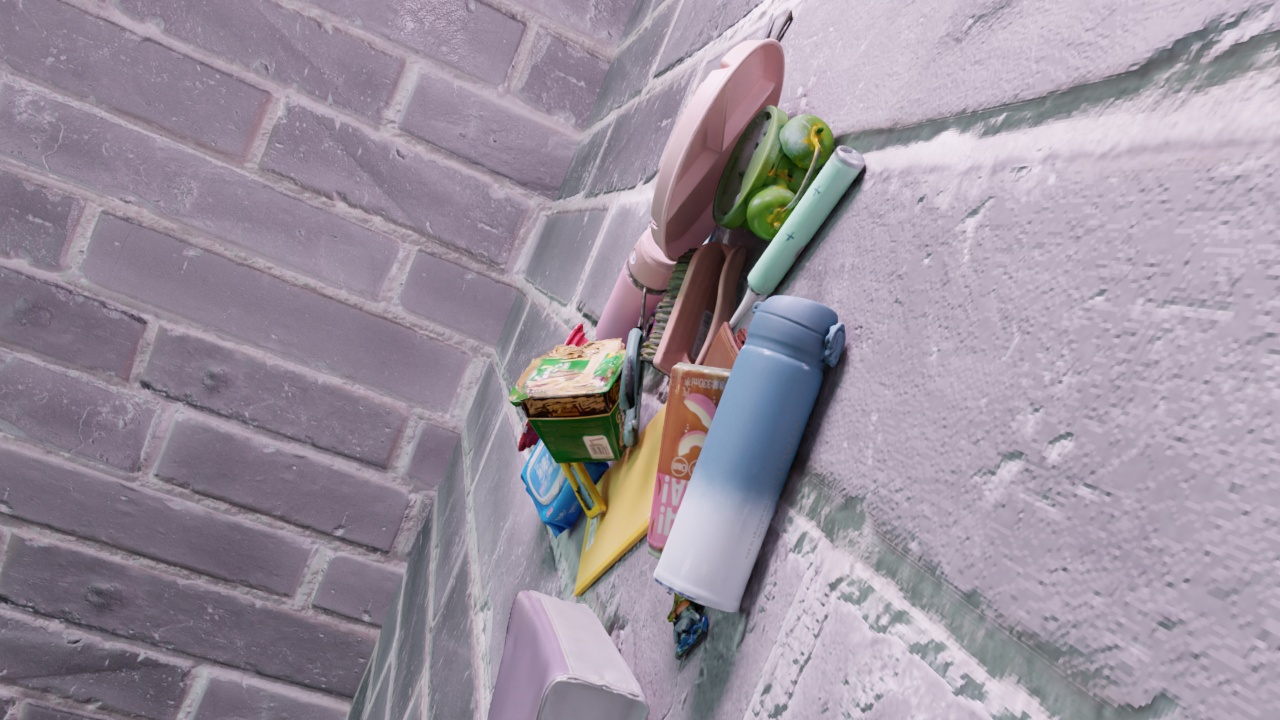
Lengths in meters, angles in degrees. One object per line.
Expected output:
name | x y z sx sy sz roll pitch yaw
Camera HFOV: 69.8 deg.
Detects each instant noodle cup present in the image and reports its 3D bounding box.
instant noodle cup | -0.095 0.049 1.229 0.193 0.066 0.194 -63 -2 -4

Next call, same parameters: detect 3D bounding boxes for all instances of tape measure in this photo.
tape measure | 0.021 -0.029 1.024 0.057 0.039 0.058 -87 24 -53

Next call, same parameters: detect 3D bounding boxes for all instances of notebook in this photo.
notebook | -0.020 0.150 0.974 0.207 0.010 0.145 128 159 -47

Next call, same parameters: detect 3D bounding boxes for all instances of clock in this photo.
clock | 0.120 -0.166 0.827 0.161 0.056 0.116 -132 64 -75

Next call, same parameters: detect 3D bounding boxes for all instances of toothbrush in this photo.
toothbrush | 0.117 -0.086 0.781 0.026 0.027 0.225 -35 -17 -50

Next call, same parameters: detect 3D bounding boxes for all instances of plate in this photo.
plate | 0.073 -0.204 0.893 0.229 0.028 0.230 -54 -17 -25

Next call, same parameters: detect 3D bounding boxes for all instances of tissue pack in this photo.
tissue pack | -0.098 0.138 1.130 0.095 0.052 0.157 55 129 35

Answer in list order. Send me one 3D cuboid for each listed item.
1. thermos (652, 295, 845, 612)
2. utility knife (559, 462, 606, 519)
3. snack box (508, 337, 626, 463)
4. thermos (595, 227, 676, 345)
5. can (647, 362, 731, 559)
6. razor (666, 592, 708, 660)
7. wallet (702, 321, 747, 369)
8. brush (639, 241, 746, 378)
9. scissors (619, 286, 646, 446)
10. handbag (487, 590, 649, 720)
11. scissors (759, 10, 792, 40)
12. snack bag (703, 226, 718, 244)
thermos | 0.077 0.062 0.638 0.220 0.070 0.070 -68 14 -2
utility knife | -0.076 0.122 1.044 0.033 0.015 0.154 -58 42 22
snack box | -0.060 0.051 1.009 0.117 0.118 0.106 -62 -39 -55
thermos | 0.001 -0.086 1.072 0.199 0.067 0.087 117 156 -56
can | 0.042 0.077 0.696 0.058 0.058 0.147 -168 87 -76
razor | 0.036 0.163 0.728 0.043 0.022 0.142 -55 19 37
wallet | 0.071 0.033 0.775 0.124 0.032 0.101 -105 36 -68
brush | 0.058 -0.049 0.891 0.073 0.063 0.145 7 71 45
scissors | -0.006 0.004 0.935 0.178 0.019 0.173 23 -107 -85
handbag | -0.071 0.297 0.770 0.145 0.098 0.197 -67 15 0
scissors | 0.127 -0.330 1.134 0.189 0.015 0.222 -33 36 67
snack bag | 0.053 -0.144 1.087 0.110 0.039 0.191 -69 17 -11
